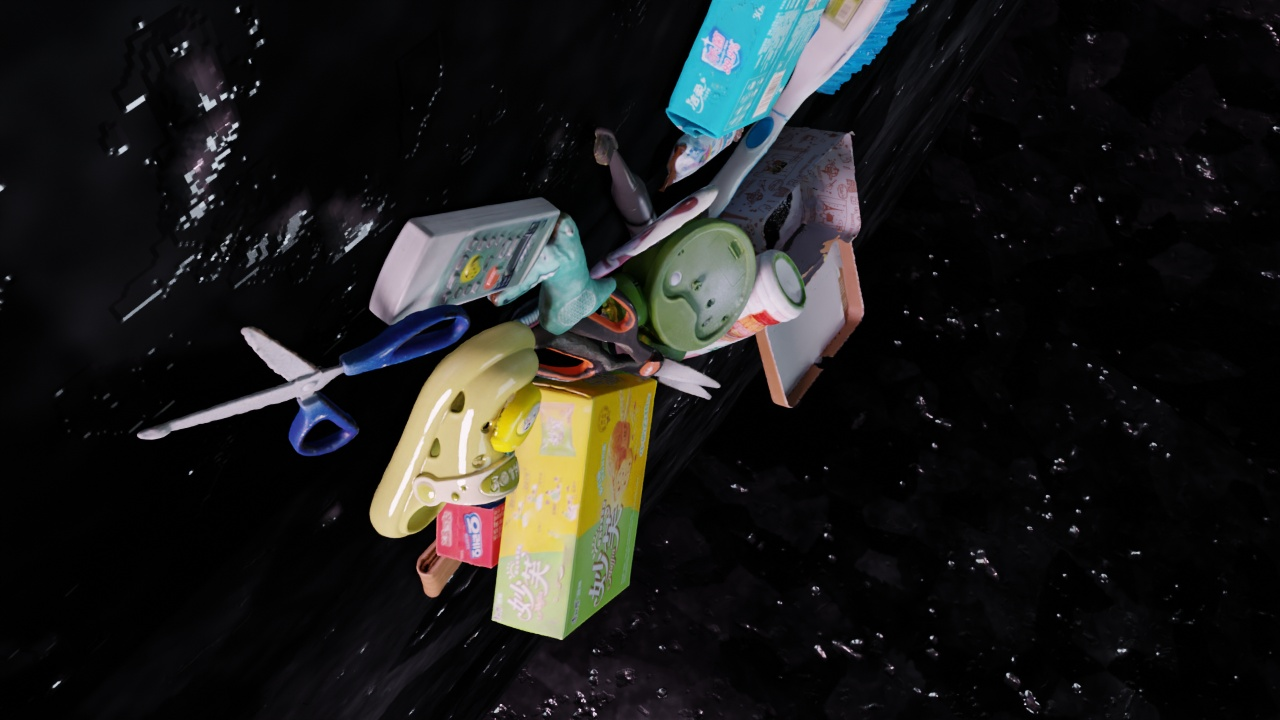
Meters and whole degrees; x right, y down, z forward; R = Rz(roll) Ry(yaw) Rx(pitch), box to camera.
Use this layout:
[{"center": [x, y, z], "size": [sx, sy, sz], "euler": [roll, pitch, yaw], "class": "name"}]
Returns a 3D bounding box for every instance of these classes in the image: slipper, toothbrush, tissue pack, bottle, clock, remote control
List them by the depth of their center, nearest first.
[{"center": [-0.090, -0.056, 0.494], "size": [0.056, 0.019, 0.134], "euler": [-57, 169, 24], "class": "remote control"}, {"center": [0.075, -0.216, 0.607], "size": [0.093, 0.050, 0.134], "euler": [-38, 162, -49], "class": "tissue pack"}, {"center": [-0.112, 0.059, 0.618], "size": [0.191, 0.081, 0.091], "euler": [-55, 172, 26], "class": "slipper"}, {"center": [-0.008, -0.116, 0.637], "size": [0.212, 0.026, 0.027], "euler": [44, 62, -79], "class": "toothbrush"}, {"center": [-0.017, -0.077, 0.660], "size": [0.187, 0.016, 0.017], "euler": [-36, 155, -14], "class": "toothbrush"}, {"center": [0.028, -0.058, 0.787], "size": [0.161, 0.056, 0.116], "euler": [-49, 136, -8], "class": "clock"}, {"center": [0.062, -0.042, 0.892], "size": [0.197, 0.068, 0.068], "euler": [-23, -171, 34], "class": "bottle"}]

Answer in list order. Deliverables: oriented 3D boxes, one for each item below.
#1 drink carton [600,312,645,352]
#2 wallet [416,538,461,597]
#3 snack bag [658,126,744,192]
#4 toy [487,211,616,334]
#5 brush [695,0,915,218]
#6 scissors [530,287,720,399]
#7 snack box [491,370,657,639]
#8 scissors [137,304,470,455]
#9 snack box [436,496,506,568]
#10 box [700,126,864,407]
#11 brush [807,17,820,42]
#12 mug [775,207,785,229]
[{"center": [0.015, -0.064, 0.854], "size": [0.122, 0.045, 0.053], "euler": [-51, 170, -8], "class": "drink carton"}, {"center": [-0.173, 0.172, 0.892], "size": [0.115, 0.020, 0.101], "euler": [-51, 171, -24], "class": "wallet"}, {"center": [0.048, -0.169, 0.711], "size": [0.105, 0.026, 0.045], "euler": [-44, 169, -33], "class": "snack bag"}, {"center": [-0.057, -0.053, 0.603], "size": [0.096, 0.030, 0.092], "euler": [-40, 145, -24], "class": "toy"}, {"center": [0.149, -0.249, 0.834], "size": [0.109, 0.060, 0.315], "euler": [-27, 155, -56], "class": "brush"}, {"center": [0.008, -0.009, 0.746], "size": [0.234, 0.021, 0.149], "euler": [-1, 134, -34], "class": "scissors"}, {"center": [-0.054, 0.117, 0.810], "size": [0.157, 0.070, 0.210], "euler": [-12, 111, -69], "class": "snack box"}, {"center": [-0.147, 0.010, 0.433], "size": [0.174, 0.012, 0.163], "euler": [-31, 167, -33], "class": "scissors"}, {"center": [-0.109, 0.123, 0.852], "size": [0.207, 0.057, 0.058], "euler": [-27, 122, -66], "class": "snack box"}, {"center": [0.168, -0.095, 0.986], "size": [0.176, 0.082, 0.260], "euler": [-47, 135, -29], "class": "box"}, {"center": [0.154, -0.320, 0.663], "size": [0.083, 0.046, 0.255], "euler": [-54, 174, -19], "class": "brush"}, {"center": [0.115, -0.122, 1.035], "size": [0.122, 0.078, 0.078], "euler": [-55, 170, -11], "class": "mug"}]
